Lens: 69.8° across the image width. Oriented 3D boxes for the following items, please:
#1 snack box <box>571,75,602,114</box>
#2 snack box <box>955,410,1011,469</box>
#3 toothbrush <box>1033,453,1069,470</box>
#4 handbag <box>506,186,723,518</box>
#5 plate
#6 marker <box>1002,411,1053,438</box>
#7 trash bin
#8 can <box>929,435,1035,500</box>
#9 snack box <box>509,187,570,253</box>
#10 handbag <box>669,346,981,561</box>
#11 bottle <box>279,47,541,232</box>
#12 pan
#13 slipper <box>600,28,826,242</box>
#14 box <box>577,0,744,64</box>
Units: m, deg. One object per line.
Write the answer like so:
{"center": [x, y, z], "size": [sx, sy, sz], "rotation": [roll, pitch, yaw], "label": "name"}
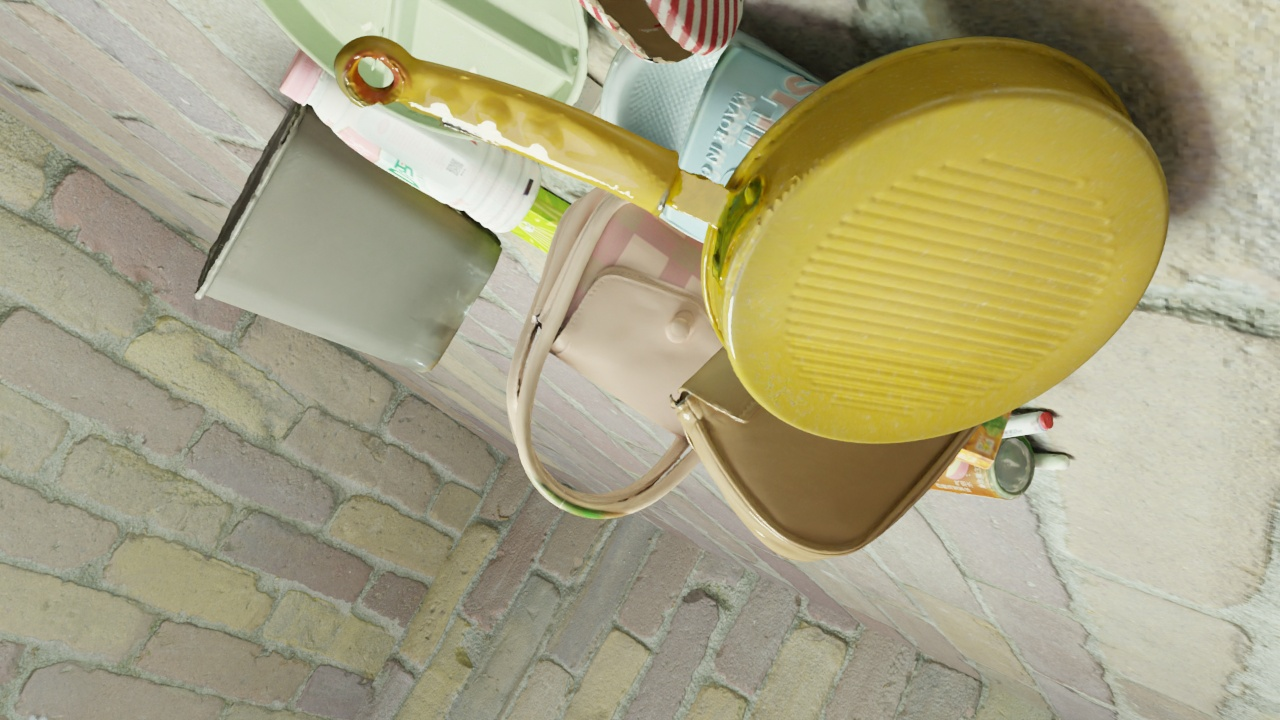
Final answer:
{"center": [-0.104, -0.200, 0.590], "size": [0.156, 0.026, 0.085], "rotation": [35, 164, -20], "label": "snack box"}
{"center": [0.180, 0.012, 0.645], "size": [0.156, 0.077, 0.027], "rotation": [20, 164, 16], "label": "snack box"}
{"center": [0.298, 0.084, 0.815], "size": [0.029, 0.020, 0.190], "rotation": [2, 178, -26], "label": "toothbrush"}
{"center": [-0.004, 0.004, 0.679], "size": [0.193, 0.234, 0.093], "rotation": [34, 170, -23], "label": "handbag"}
{"center": [-0.130, -0.213, 0.507], "size": [0.230, 0.027, 0.231], "rotation": [19, 153, 10], "label": "plate"}
{"center": [0.261, 0.059, 0.734], "size": [0.017, 0.017, 0.146], "rotation": [35, 152, -23], "label": "marker"}
{"center": [-0.271, -0.114, 0.877], "size": [0.219, 0.199, 0.199], "rotation": [28, -170, -27], "label": "trash bin"}
{"center": [0.263, 0.085, 0.794], "size": [0.058, 0.057, 0.147], "rotation": [35, 163, -24], "label": "can"}
{"center": [-0.124, -0.147, 0.824], "size": [0.156, 0.026, 0.086], "rotation": [31, 165, -4], "label": "snack box"}
{"center": [0.125, 0.020, 0.564], "size": [0.148, 0.204, 0.100], "rotation": [44, 167, 10], "label": "handbag"}
{"center": [-0.171, -0.170, 0.697], "size": [0.196, 0.068, 0.068], "rotation": [28, 169, -30], "label": "bottle"}
{"center": [0.050, -0.065, 0.393], "size": [0.357, 0.078, 0.198], "rotation": [10, 130, -18], "label": "pan"}
{"center": [0.090, -0.080, 0.455], "size": [0.245, 0.104, 0.074], "rotation": [25, -152, -1], "label": "slipper"}
{"center": [-0.011, -0.192, 0.365], "size": [0.163, 0.075, 0.076], "rotation": [40, 170, -30], "label": "box"}
